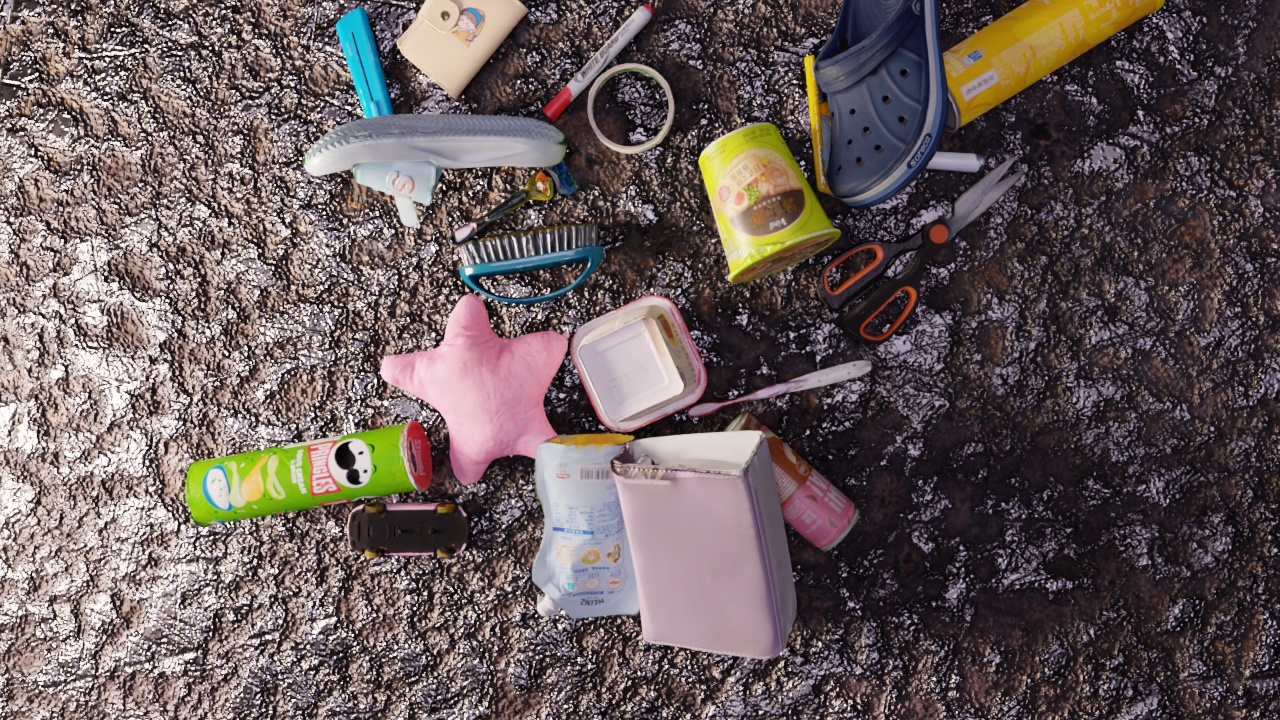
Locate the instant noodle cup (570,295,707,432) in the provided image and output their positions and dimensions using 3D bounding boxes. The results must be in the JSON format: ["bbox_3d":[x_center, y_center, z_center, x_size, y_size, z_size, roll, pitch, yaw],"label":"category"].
[{"bbox_3d":[-0.005,0.005,0.863,0.117,0.124,0.116,-24,90,5],"label":"instant noodle cup"}]

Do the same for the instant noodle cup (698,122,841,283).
[{"bbox_3d":[0.112,-0.151,0.860,0.112,0.111,0.123,-23,83,5],"label":"instant noodle cup"}]

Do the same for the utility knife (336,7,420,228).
[{"bbox_3d":[-0.260,-0.241,0.924,0.034,0.018,0.225,-16,93,4],"label":"utility knife"}]

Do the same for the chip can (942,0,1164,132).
[{"bbox_3d":[0.366,-0.296,0.845,0.213,0.072,0.072,-32,90,5],"label":"chip can"}]

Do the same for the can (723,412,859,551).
[{"bbox_3d":[0.139,0.117,0.890,0.147,0.058,0.058,41,95,1],"label":"can"}]

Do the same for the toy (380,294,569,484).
[{"bbox_3d":[-0.137,0.032,0.897,0.179,0.074,0.194,-33,102,9],"label":"toy"}]

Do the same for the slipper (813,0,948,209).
[{"bbox_3d":[0.210,-0.267,0.824,0.095,0.105,0.252,11,82,-33],"label":"slipper"}]

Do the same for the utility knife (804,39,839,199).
[{"bbox_3d":[0.181,-0.233,0.890,0.033,0.015,0.156,-6,93,7],"label":"utility knife"}]

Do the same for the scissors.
[{"bbox_3d":[0.284,-0.102,0.890,0.234,0.021,0.152,-18,98,2],"label":"scissors"}]

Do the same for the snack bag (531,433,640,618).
[{"bbox_3d":[-0.051,0.167,0.904,0.110,0.039,0.191,-3,105,-22],"label":"snack bag"}]

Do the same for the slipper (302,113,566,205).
[{"bbox_3d":[-0.194,-0.193,0.883,0.245,0.104,0.074,-3,119,-7],"label":"slipper"}]

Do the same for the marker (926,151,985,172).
[{"bbox_3d":[0.265,-0.196,0.885,0.131,0.018,0.022,5,84,5],"label":"marker"}]

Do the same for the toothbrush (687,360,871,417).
[{"bbox_3d":[0.137,0.029,0.908,0.187,0.017,0.016,-15,89,3],"label":"toothbrush"}]

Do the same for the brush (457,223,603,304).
[{"bbox_3d":[-0.106,-0.092,0.900,0.144,0.055,0.073,-8,91,4],"label":"brush"}]

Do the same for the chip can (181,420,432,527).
[{"bbox_3d":[-0.332,0.115,0.921,0.236,0.072,0.072,-10,92,5],"label":"chip can"}]

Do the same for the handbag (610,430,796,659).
[{"bbox_3d":[0.060,0.169,0.856,0.145,0.098,0.197,-4,110,21],"label":"handbag"}]

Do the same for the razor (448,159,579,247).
[{"bbox_3d":[-0.132,-0.154,0.916,0.143,0.022,0.042,-30,88,6],"label":"razor"}]

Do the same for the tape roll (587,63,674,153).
[{"bbox_3d":[-0.009,-0.249,0.905,0.086,0.014,0.086,0,93,5],"label":"tape roll"}]

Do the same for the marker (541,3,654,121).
[{"bbox_3d":[-0.042,-0.294,0.904,0.017,0.017,0.145,45,95,1],"label":"marker"}]

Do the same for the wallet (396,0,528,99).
[{"bbox_3d":[-0.180,-0.332,0.911,0.087,0.024,0.115,41,96,3],"label":"wallet"}]

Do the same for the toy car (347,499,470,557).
[{"bbox_3d":[-0.235,0.171,0.935,0.122,0.037,0.056,2,96,-8],"label":"toy car"}]
